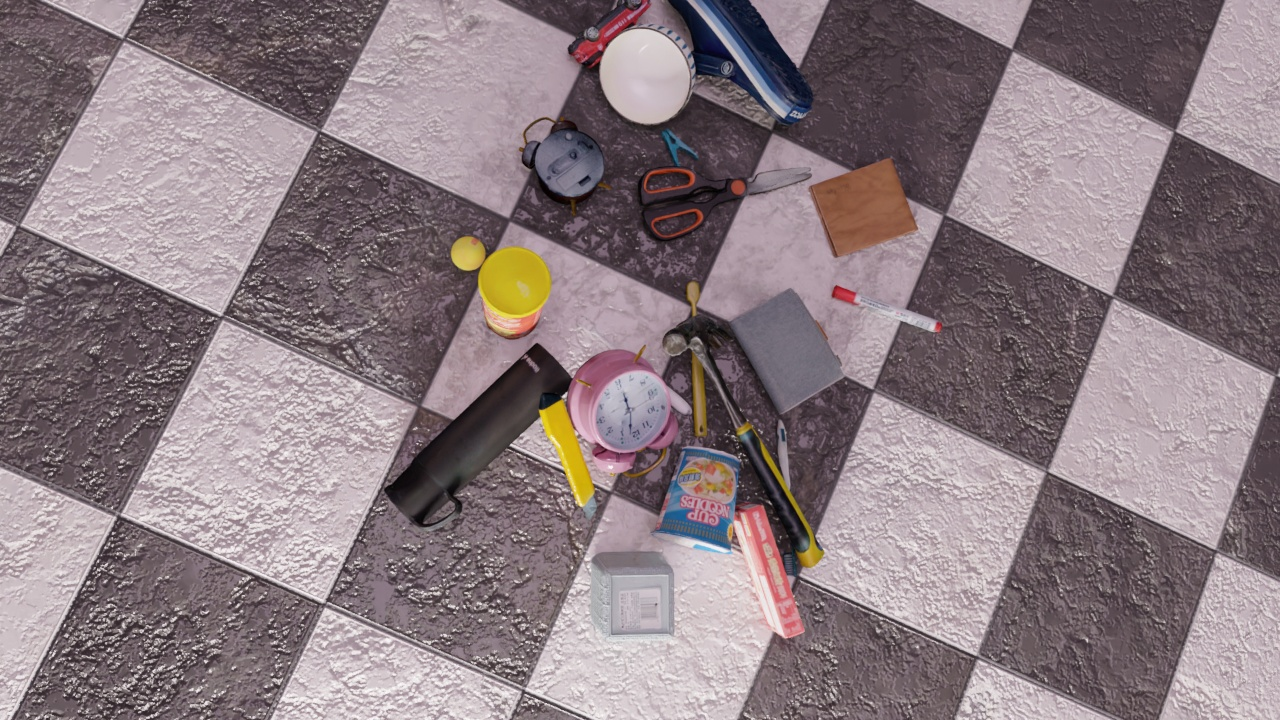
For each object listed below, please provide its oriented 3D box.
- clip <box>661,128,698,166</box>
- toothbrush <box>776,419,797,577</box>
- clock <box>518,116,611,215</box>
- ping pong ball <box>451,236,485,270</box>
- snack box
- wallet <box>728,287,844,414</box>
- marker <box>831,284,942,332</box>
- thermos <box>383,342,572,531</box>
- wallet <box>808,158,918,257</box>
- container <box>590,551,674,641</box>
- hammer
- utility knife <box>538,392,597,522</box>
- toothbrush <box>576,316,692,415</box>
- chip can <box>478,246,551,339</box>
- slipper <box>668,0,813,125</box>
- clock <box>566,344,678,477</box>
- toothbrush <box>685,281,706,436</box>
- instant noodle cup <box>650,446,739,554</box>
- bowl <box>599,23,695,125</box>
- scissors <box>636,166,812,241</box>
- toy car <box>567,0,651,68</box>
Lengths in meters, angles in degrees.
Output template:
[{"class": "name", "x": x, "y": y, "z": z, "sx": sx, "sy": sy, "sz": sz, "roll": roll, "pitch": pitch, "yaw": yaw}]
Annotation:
[{"class": "clip", "x": 0.045, "y": -0.266, "z": 1.147, "sx": 0.034, "sy": 0.013, "sz": 0.055, "roll": -40, "pitch": 90, "yaw": -10}, {"class": "toothbrush", "x": 0.176, "y": 0.168, "z": 1.120, "sx": 0.018, "sy": 0.016, "sz": 0.191, "roll": -5, "pitch": 85, "yaw": 3}, {"class": "clock", "x": -0.094, "y": -0.241, "z": 1.108, "sx": 0.082, "sy": 0.055, "sz": 0.122, "roll": -38, "pitch": 89, "yaw": -8}, {"class": "ping pong ball", "x": -0.205, "y": -0.127, "z": 1.090, "sx": 0.040, "sy": 0.040, "sz": 0.040, "roll": 1, "pitch": 84, "yaw": -7}, {"class": "snack box", "x": 0.147, "y": 0.244, "z": 1.078, "sx": 0.025, "sy": 0.075, "sz": 0.153, "roll": -18, "pitch": 86, "yaw": -10}, {"class": "wallet", "x": 0.181, "y": -0.014, "z": 1.126, "sx": 0.106, "sy": 0.037, "sz": 0.129, "roll": -28, "pitch": 86, "yaw": -17}, {"class": "marker", "x": 0.311, "y": -0.064, "z": 1.157, "sx": 0.145, "sy": 0.017, "sz": 0.017, "roll": 18, "pitch": 82, "yaw": -5}, {"class": "thermos", "x": -0.177, "y": 0.092, "z": 1.054, "sx": 0.242, "sy": 0.068, "sz": 0.090, "roll": -45, "pitch": 62, "yaw": -8}, {"class": "wallet", "x": 0.284, "y": -0.194, "z": 1.167, "sx": 0.115, "sy": 0.020, "sz": 0.101, "roll": -20, "pitch": 86, "yaw": -6}, {"class": "container", "x": -0.009, "y": 0.268, "z": 1.039, "sx": 0.090, "sy": 0.111, "sz": 0.090, "roll": 0, "pitch": 84, "yaw": -6}, {"class": "hammer", "x": 0.131, "y": 0.093, "z": 1.079, "sx": 0.032, "sy": 0.125, "sz": 0.323, "roll": -27, "pitch": 93, "yaw": 30}, {"class": "utility knife", "x": -0.083, "y": 0.112, "z": 1.064, "sx": 0.033, "sy": 0.015, "sz": 0.177, "roll": -28, "pitch": 115, "yaw": -25}, {"class": "toothbrush", "x": -0.007, "y": 0.006, "z": 1.113, "sx": 0.180, "sy": 0.016, "sz": 0.016, "roll": 41, "pitch": 85, "yaw": -2}, {"class": "chip can", "x": -0.138, "y": -0.069, "z": 1.004, "sx": 0.073, "sy": 0.217, "sz": 0.073, "roll": 1, "pitch": 85, "yaw": -8}, {"class": "slipper", "x": 0.113, "y": -0.380, "z": 1.131, "sx": 0.095, "sy": 0.104, "sz": 0.252, "roll": -45, "pitch": 74, "yaw": 31}, {"class": "clock", "x": -0.016, "y": 0.066, "z": 1.069, "sx": 0.117, "sy": 0.060, "sz": 0.158, "roll": -28, "pitch": 119, "yaw": -18}, {"class": "toothbrush", "x": 0.068, "y": -0.002, "z": 1.124, "sx": 0.015, "sy": 0.017, "sz": 0.190, "roll": -3, "pitch": 86, "yaw": -8}, {"class": "instant noodle cup", "x": 0.070, "y": 0.161, "z": 1.073, "sx": 0.099, "sy": 0.099, "sz": 0.109, "roll": 14, "pitch": 75, "yaw": -5}, {"class": "bowl", "x": 0.015, "y": -0.352, "z": 1.115, "sx": 0.116, "sy": 0.117, "sz": 0.066, "roll": 35, "pitch": 38, "yaw": -2}, {"class": "scissors", "x": 0.110, "y": -0.198, "z": 1.149, "sx": 0.235, "sy": 0.022, "sz": 0.139, "roll": 8, "pitch": 91, "yaw": -11}, {"class": "toy car", "x": -0.035, "y": -0.409, "z": 1.133, "sx": 0.120, "sy": 0.053, "sz": 0.045, "roll": -43, "pitch": 112, "yaw": -3}]
